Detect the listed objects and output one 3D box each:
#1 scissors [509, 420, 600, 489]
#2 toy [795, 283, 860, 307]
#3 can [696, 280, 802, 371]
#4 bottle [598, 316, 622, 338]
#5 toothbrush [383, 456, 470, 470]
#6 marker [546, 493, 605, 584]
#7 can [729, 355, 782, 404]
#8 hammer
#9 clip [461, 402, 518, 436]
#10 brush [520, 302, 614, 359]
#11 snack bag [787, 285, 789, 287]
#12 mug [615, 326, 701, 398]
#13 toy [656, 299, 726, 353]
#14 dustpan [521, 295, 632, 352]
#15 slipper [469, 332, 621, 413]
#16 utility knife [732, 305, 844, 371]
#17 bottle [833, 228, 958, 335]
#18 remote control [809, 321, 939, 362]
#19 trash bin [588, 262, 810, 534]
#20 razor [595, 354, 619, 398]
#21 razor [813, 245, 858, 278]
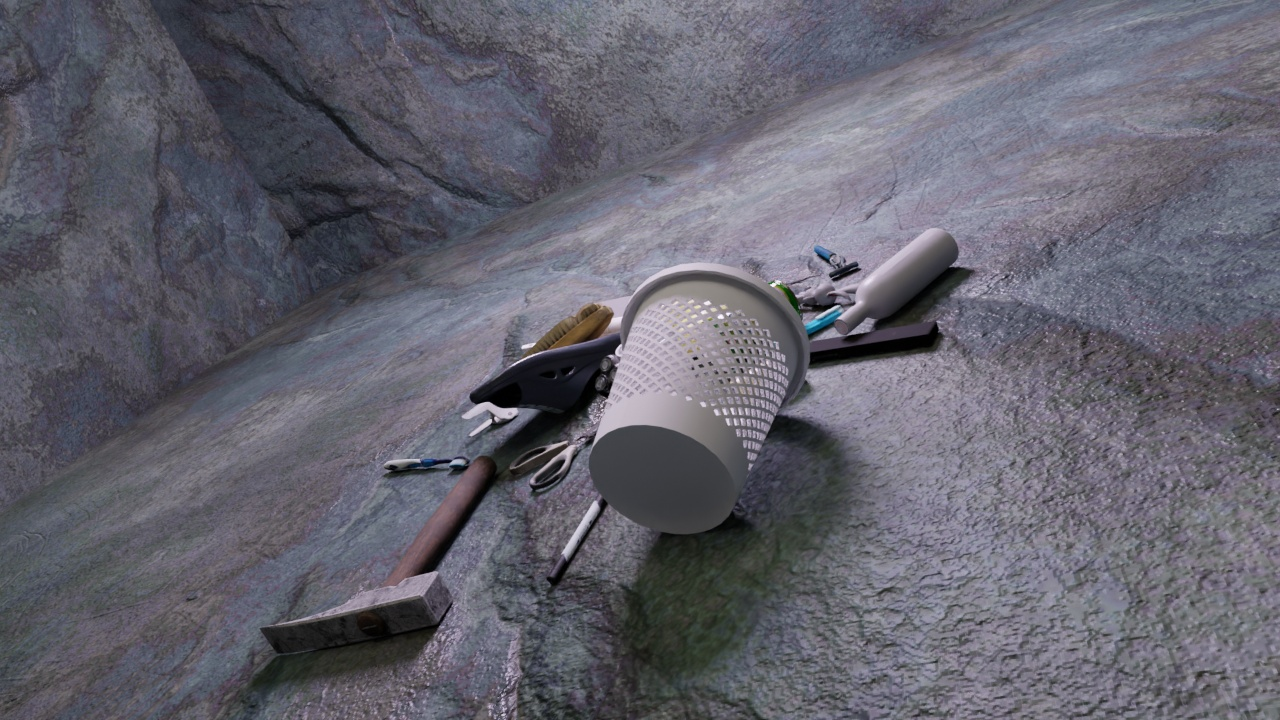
[{"bbox_3d":[-0.090,0.106,1.105,0.166,0.012,0.157,-16,23,27],"label":"scissors"},{"bbox_3d":[0.236,-0.083,1.169,0.049,0.030,0.112,-20,8,-32],"label":"toy"},{"bbox_3d":[0.133,-0.043,1.133,0.120,0.067,0.067,-32,20,-17],"label":"can"},{"bbox_3d":[-0.053,-0.040,1.376,0.116,0.041,0.041,-9,24,19],"label":"bottle"},{"bbox_3d":[-0.300,0.145,1.267,0.189,0.016,0.017,-8,35,40],"label":"toothbrush"},{"bbox_3d":[-0.057,0.168,0.907,0.011,0.011,0.151,-15,22,29],"label":"marker"},{"bbox_3d":[0.138,0.021,1.003,0.079,0.038,0.038,-29,19,-11],"label":"can"},{"bbox_3d":[-0.261,0.205,1.030,0.218,0.037,0.299,-18,20,22],"label":"hammer"},{"bbox_3d":[-0.204,0.072,1.323,0.101,0.052,0.058,-39,-5,-33],"label":"clip"},{"bbox_3d":[-0.113,-0.025,1.350,0.196,0.043,0.059,-39,-17,30],"label":"brush"},{"bbox_3d":[0.144,-0.091,1.330,0.056,0.013,0.158,-39,23,-28],"label":"snack bag"},{"bbox_3d":[0.020,0.010,1.101,0.074,0.090,0.110,-25,19,0],"label":"mug"},{"bbox_3d":[0.084,-0.059,1.233,0.155,0.065,0.170,-4,30,22],"label":"toy"},{"bbox_3d":[-0.077,-0.052,1.488,0.258,0.033,0.162,-10,23,15],"label":"dustpan"},{"bbox_3d":[-0.115,0.032,1.255,0.267,0.083,0.111,-20,-4,-43],"label":"slipper"},{"bbox_3d":[0.171,-0.023,1.110,0.178,0.015,0.022,-28,19,-10],"label":"utility knife"},{"bbox_3d":[0.294,-0.087,1.070,0.194,0.052,0.053,-36,22,-28],"label":"bottle"},{"bbox_3d":[0.249,-0.019,1.006,0.150,0.013,0.034,-10,20,38],"label":"remote control"},{"bbox_3d":[0.047,0.044,0.866,0.196,0.195,0.199,-14,32,31],"label":"trash bin"},{"bbox_3d":[-0.007,0.007,1.187,0.054,0.067,0.151,-28,7,31],"label":"razor"},{"bbox_3d":[0.270,-0.148,1.309,0.042,0.022,0.143,-23,18,3],"label":"razor"}]
